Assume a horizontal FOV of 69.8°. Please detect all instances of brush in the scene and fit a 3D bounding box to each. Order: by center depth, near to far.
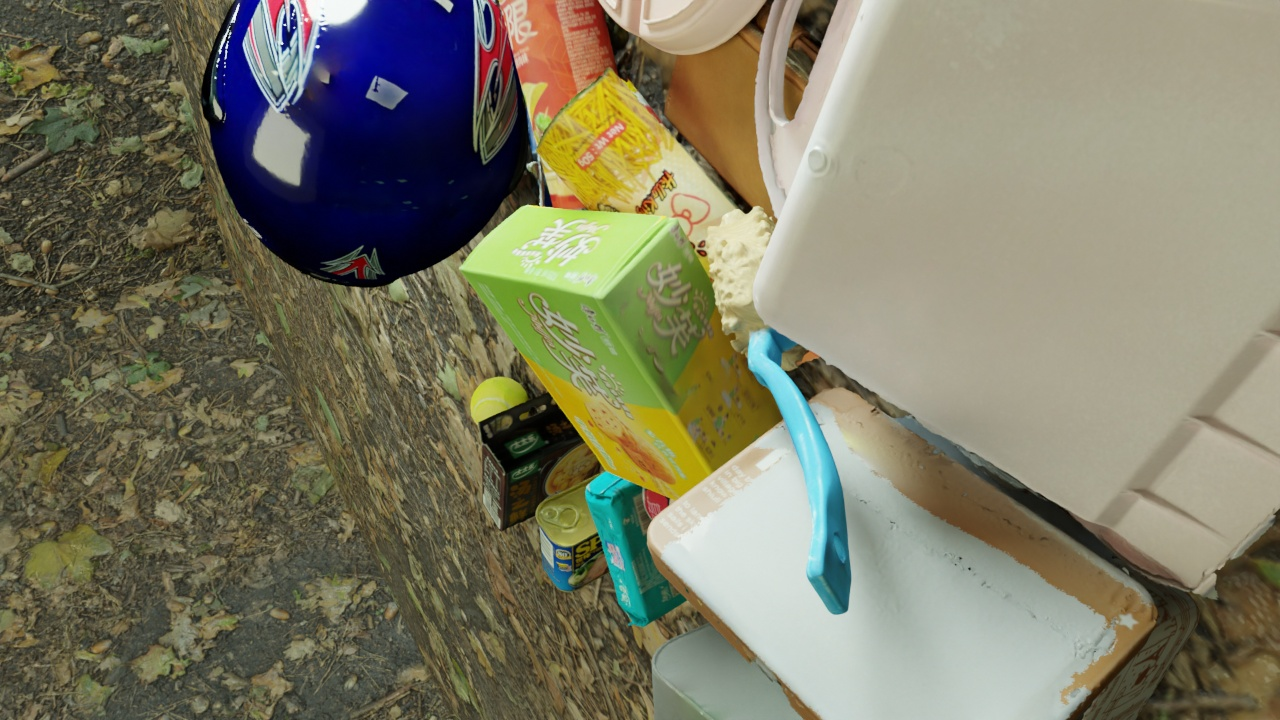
[{"bbox_3d":[0.066,0.008,0.417,0.083,0.046,0.254,56,-163,-30],"label":"brush"}]

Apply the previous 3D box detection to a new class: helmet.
[{"bbox_3d":[-0.216,-0.227,0.745,0.241,0.247,0.315,-47,44,47],"label":"helmet"}]

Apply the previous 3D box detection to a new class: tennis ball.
[{"bbox_3d":[-0.156,0.051,1.022,0.065,0.065,0.066,42,144,41],"label":"tennis ball"}]

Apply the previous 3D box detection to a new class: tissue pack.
[{"bbox_3d":[0.014,0.142,0.750,0.050,0.093,0.133,5,114,56],"label":"tissue pack"}]

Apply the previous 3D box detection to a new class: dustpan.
[{"bbox_3d":[0.158,-0.080,0.362,0.273,0.138,0.223,28,129,9],"label":"dustpan"}]

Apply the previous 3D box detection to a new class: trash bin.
[{"bbox_3d":[0.115,0.283,0.577,0.199,0.198,0.220,16,118,60],"label":"trash bin"}]

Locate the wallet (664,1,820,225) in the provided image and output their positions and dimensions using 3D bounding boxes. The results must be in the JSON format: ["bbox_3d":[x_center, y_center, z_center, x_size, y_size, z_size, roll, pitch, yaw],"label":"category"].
[{"bbox_3d":[0.064,-0.141,0.509,0.131,0.031,0.108,51,150,28],"label":"wallet"}]

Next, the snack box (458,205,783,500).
[{"bbox_3d":[-0.004,0.003,0.597,0.158,0.069,0.210,15,146,49],"label":"snack box"}]

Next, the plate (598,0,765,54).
[{"bbox_3d":[0.013,-0.277,0.468,0.229,0.028,0.230,31,127,53],"label":"plate"}]

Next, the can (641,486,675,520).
[{"bbox_3d":[0.052,0.106,0.679,0.094,0.066,0.066,15,123,58],"label":"can"}]

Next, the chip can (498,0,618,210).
[{"bbox_3d":[-0.052,-0.211,0.627,0.073,0.073,0.217,14,123,58],"label":"chip can"}]

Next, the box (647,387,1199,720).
[{"bbox_3d":[0.115,0.119,0.418,0.183,0.187,0.155,40,127,44],"label":"box"}]

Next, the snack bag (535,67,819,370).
[{"bbox_3d":[0.027,-0.075,0.574,0.208,0.073,0.129,52,152,-4],"label":"snack bag"}]

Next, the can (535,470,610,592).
[{"bbox_3d":[-0.045,0.161,0.866,0.057,0.102,0.083,47,149,36],"label":"can"}]

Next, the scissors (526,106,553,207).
[{"bbox_3d":[-0.077,-0.143,0.713,0.157,0.012,0.165,81,180,-60],"label":"scissors"}]

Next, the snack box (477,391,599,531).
[{"bbox_3d":[-0.097,0.094,0.894,0.053,0.113,0.126,50,149,29],"label":"snack box"}]
